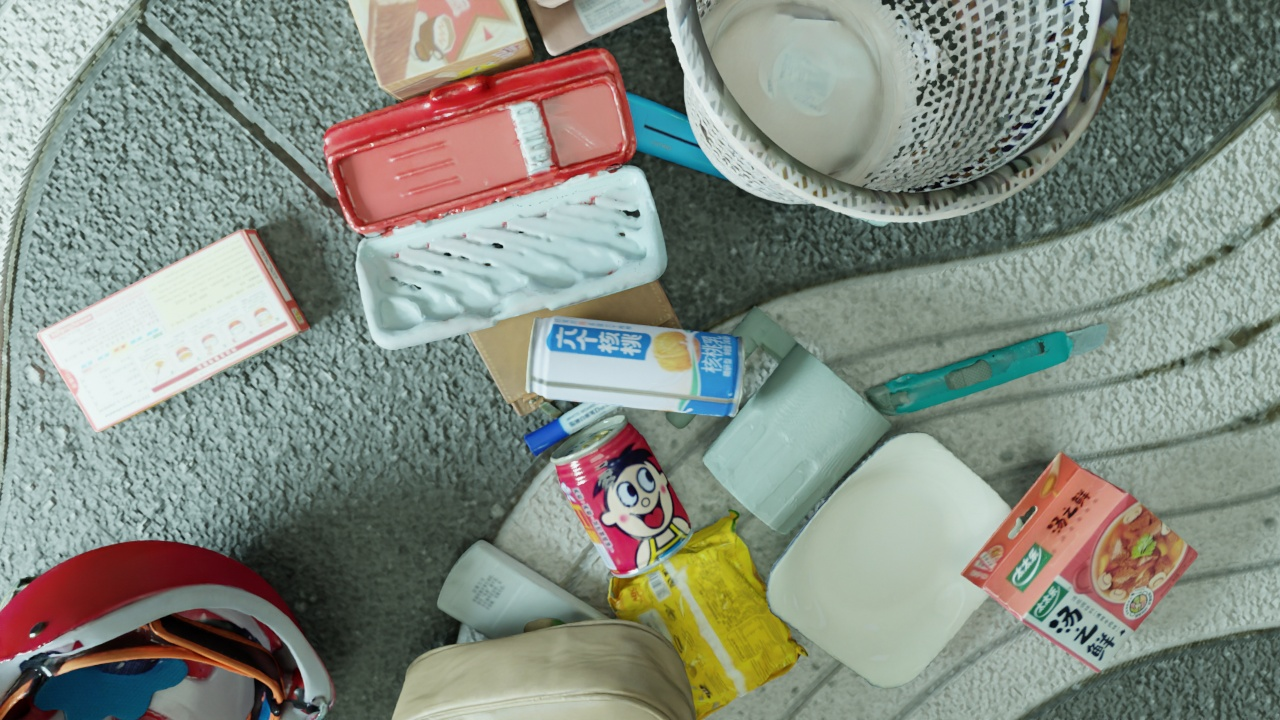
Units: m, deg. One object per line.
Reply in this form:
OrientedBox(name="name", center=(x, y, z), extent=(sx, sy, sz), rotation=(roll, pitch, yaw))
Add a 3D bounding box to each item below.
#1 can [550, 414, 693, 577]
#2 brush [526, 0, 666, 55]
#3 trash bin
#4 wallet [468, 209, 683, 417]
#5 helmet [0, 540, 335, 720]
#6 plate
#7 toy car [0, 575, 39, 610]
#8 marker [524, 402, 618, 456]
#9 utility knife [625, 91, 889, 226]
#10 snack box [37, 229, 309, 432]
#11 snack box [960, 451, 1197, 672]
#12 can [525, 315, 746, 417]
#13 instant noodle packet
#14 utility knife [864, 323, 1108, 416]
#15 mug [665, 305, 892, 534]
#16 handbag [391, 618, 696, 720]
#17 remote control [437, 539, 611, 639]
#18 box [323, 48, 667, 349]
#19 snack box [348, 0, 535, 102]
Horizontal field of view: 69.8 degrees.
OrientedBox(name="can", center=(-0.013, 0.091, 0.628), extent=(0.066, 0.066, 0.094), rotation=(-29, 99, 2))
OrientedBox(name="brush", center=(-0.002, -0.247, 0.572), extent=(0.145, 0.073, 0.063), rotation=(-23, 98, -1))
OrientedBox(name="trash bin", center=(0.113, -0.178, 0.517), extent=(0.227, 0.192, 0.227), rotation=(0, 90, -7))
OrientedBox(name="wallet", center=(-0.048, -0.029, 0.623), extent=(0.131, 0.035, 0.119), rotation=(-27, 100, 4))
OrientedBox(name="helmet", center=(-0.328, 0.218, 0.586), extent=(0.207, 0.144, 0.240), rotation=(30, 96, -43))
OrientedBox(name="plate", center=(0.177, 0.138, 0.647), extent=(0.164, 0.034, 0.163), rotation=(40, 93, -22))
OrientedBox(name="toy car", center=(-0.427, 0.221, 0.645), extent=(0.070, 0.042, 0.158), rotation=(25, 100, -6))
OrientedBox(name="marker", center=(-0.014, 0.023, 0.639), extent=(0.146, 0.017, 0.017), rotation=(-30, 99, -1))
OrientedBox(name="utility knife", center=(0.080, -0.131, 0.622), extent=(0.208, 0.018, 0.034), rotation=(18, 97, -7))
OrientedBox(name="snack box", center=(-0.312, -0.020, 0.617), extent=(0.156, 0.027, 0.077), rotation=(-26, 99, 2))
OrientedBox(name="snack box", center=(0.309, 0.143, 0.644), extent=(0.127, 0.044, 0.113), rotation=(33, 97, -26))
OrientedBox(name="can", center=(-0.003, 0.003, 0.586), extent=(0.134, 0.053, 0.053), rotation=(6, 99, -2))
OrientedBox(name="instant noodle packet", center=(0.046, 0.183, 0.657), extent=(0.110, 0.044, 0.128), rotation=(-28, 103, -4))
OrientedBox(name="utility knife", center=(0.248, 0.006, 0.652), extent=(0.178, 0.013, 0.029), rotation=(-18, 100, 0))
OrientedBox(name="mug", center=(0.090, 0.040, 0.626), extent=(0.124, 0.083, 0.103), rotation=(43, 97, 19))
OrientedBox(name="handbag", center=(-0.060, 0.241, 0.615), extent=(0.205, 0.099, 0.148), rotation=(-13, 122, 17))
OrientedBox(name="remote control", center=(-0.072, 0.189, 0.663), extent=(0.150, 0.021, 0.058), rotation=(34, 99, -7))
OrientedBox(name="box", center=(-0.094, -0.103, 0.594), extent=(0.201, 0.050, 0.160), rotation=(-14, 92, 5))
OrientedBox(name="snack box", center=(-0.126, -0.223, 0.568), extent=(0.094, 0.077, 0.093), rotation=(-18, 99, 0))
